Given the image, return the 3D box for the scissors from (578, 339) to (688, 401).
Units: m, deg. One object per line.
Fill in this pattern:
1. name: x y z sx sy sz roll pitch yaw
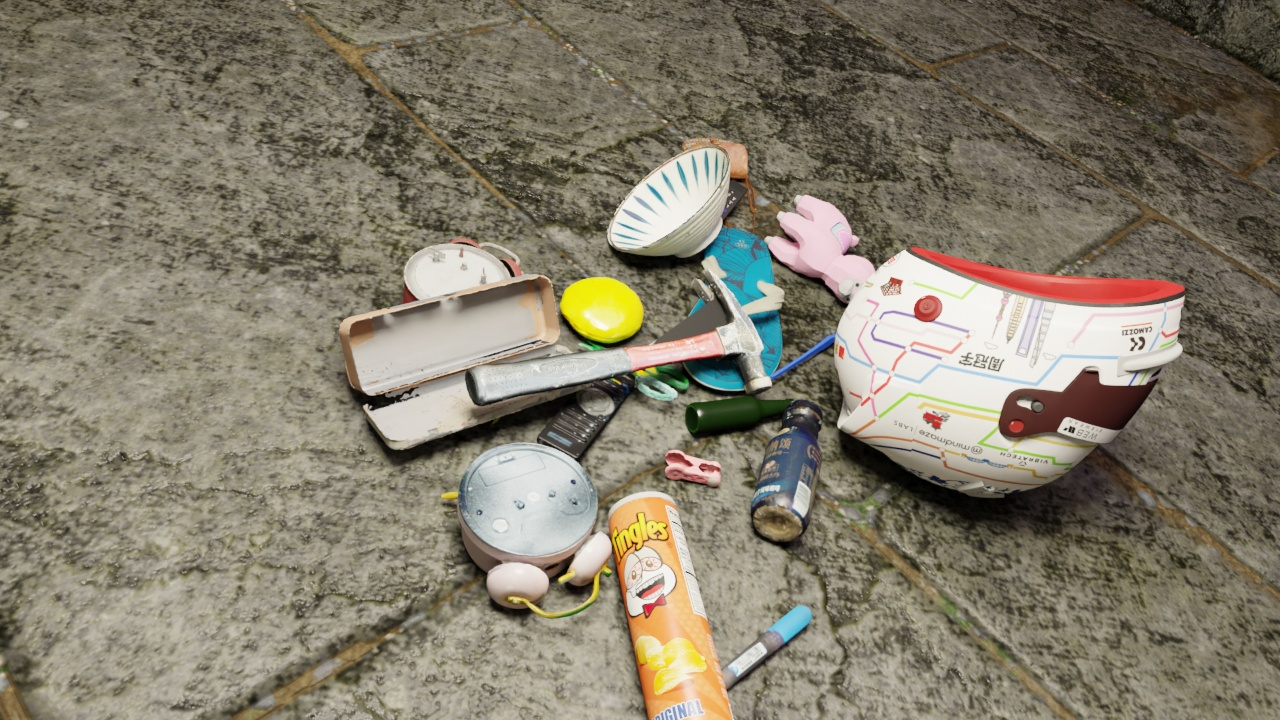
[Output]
1. scissors: -0.014 0.010 0.960 0.132 0.013 0.078 22 26 6

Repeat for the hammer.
1. hammer: -0.018 -0.009 0.900 0.325 0.036 0.140 -10 72 -33

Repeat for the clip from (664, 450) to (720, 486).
1. clip: 0.051 0.101 0.895 0.059 0.023 0.039 19 40 -8

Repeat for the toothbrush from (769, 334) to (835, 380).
1. toothbrush: 0.204 -0.014 1.062 0.011 0.017 0.186 37 43 29

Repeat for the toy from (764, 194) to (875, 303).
1. toy: 0.241 -0.138 1.170 0.157 0.067 0.123 36 44 12

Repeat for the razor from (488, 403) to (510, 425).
1. razor: -0.102 0.026 0.918 0.143 0.021 0.044 -26 43 -36

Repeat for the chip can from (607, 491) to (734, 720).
1. chip can: 0.022 0.210 0.742 0.062 0.062 0.210 1 46 -18

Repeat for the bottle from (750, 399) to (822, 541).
1. bottle: 0.148 0.103 0.898 0.056 0.056 0.160 22 43 3

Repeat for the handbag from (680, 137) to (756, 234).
1. handbag: 0.117 -0.239 1.253 0.093 0.043 0.195 -1 50 -17

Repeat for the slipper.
1. slipper: 0.117 -0.076 1.070 0.118 0.060 0.294 18 43 -7

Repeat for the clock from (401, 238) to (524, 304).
1. clock: -0.184 -0.086 0.975 0.110 0.062 0.156 26 43 9

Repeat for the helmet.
1. helmet: 0.352 0.018 0.920 0.315 0.236 0.230 10 15 12

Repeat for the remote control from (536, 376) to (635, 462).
1. remote control: -0.052 0.052 0.910 0.045 0.021 0.140 28 39 8

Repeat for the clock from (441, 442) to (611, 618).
1. clock: -0.089 0.145 0.773 0.116 0.059 0.158 -17 53 -31

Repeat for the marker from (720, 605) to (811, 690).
1. marker: 0.100 0.243 0.770 0.122 0.015 0.018 -26 62 -34

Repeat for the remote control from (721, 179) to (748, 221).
1. remote control: 0.097 -0.196 1.201 0.039 0.010 0.124 36 58 14

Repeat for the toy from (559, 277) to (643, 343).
1. toy: -0.042 -0.057 1.008 0.094 0.041 0.095 -8 47 -24

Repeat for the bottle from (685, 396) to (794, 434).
1. bottle: 0.107 0.053 0.952 0.122 0.033 0.033 -6 48 -25

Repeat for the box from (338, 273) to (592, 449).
1. box: -0.159 -0.005 0.868 0.216 0.121 0.094 -19 13 -32

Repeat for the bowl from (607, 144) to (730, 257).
1. bowl: 0.051 -0.176 1.117 0.071 0.178 0.176 47 32 -31
